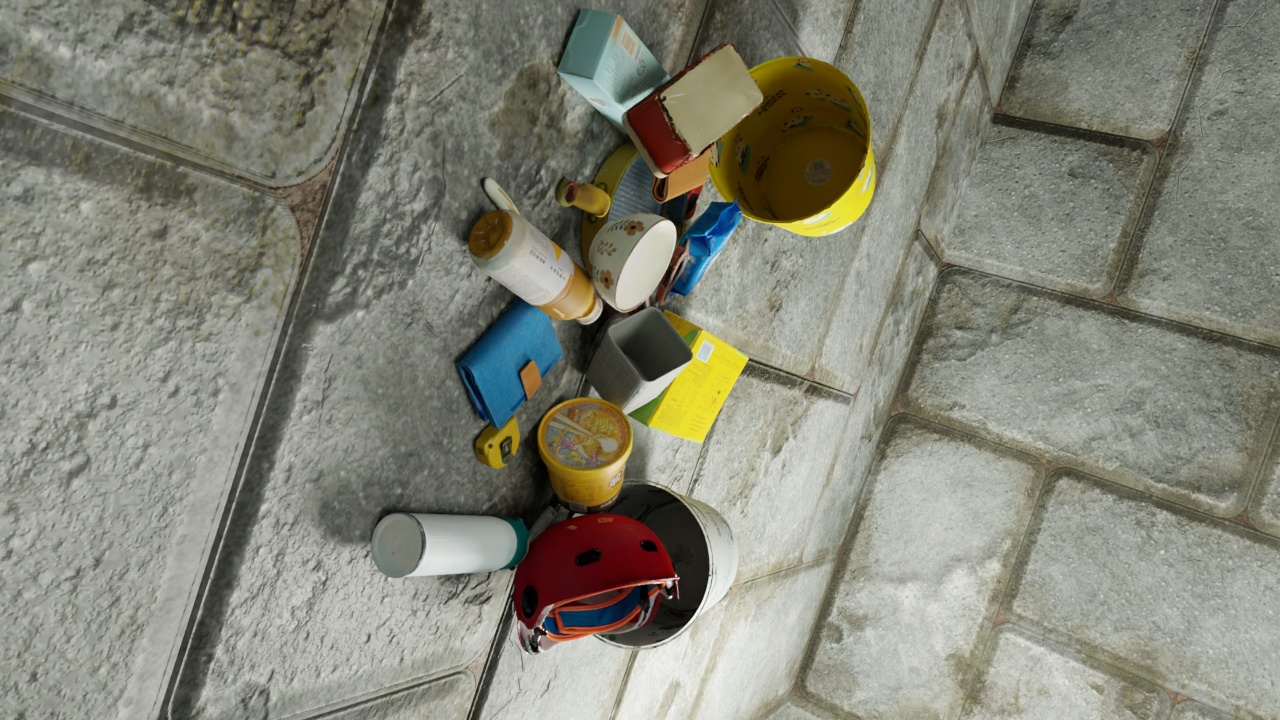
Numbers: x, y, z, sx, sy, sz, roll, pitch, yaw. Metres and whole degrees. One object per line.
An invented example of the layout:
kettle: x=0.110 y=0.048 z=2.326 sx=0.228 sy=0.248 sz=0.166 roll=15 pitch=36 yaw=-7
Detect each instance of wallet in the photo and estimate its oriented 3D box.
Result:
wallet: x=-0.143 y=-0.001 z=1.029 sx=0.132 sy=0.040 sz=0.106 roll=-51 pitch=143 yaw=-33
wallet: x=0.052 y=-0.257 z=1.125 sx=0.131 sy=0.031 sz=0.108 roll=-39 pitch=139 yaw=-58

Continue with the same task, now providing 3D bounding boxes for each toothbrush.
toothbrush: x=-0.121 y=-0.141 z=0.993 sx=0.016 sy=0.018 sz=0.191 roll=-65 pitch=153 yaw=-15

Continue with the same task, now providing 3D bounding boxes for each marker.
marker: x=-0.135 y=0.224 z=1.216 sx=0.130 sy=0.018 sz=0.023 roll=-53 pitch=158 yaw=-31

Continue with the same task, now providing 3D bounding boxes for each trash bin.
trash bin: x=0.031 y=0.295 z=1.366 sx=0.229 sy=0.230 sz=0.251 roll=-70 pitch=158 yaw=-1
trash bin: x=0.242 y=-0.295 z=1.363 sx=0.255 sy=0.230 sz=0.229 roll=6 pitch=102 yaw=-68

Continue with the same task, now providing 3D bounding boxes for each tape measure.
tape measure: x=-0.163 y=0.098 z=1.066 sx=0.059 sy=0.029 sz=0.057 roll=-47 pitch=146 yaw=-38

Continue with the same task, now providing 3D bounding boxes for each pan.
pan: x=-0.026 y=-0.176 z=1.081 sx=0.356 sy=0.078 sz=0.198 roll=2 pitch=105 yaw=-63

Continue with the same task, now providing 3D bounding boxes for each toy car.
toy car: x=0.068 y=-0.247 z=1.266 sx=0.049 sy=0.031 sz=0.106 roll=-4 pitch=109 yaw=-63

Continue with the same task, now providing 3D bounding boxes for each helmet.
helmet: x=-0.062 y=0.261 z=1.151 sx=0.206 sy=0.143 sz=0.241 roll=-6 pitch=150 yaw=-26

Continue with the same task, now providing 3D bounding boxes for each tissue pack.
tissue pack: x=0.084 y=-0.160 z=1.284 sx=0.094 sy=0.052 sz=0.157 roll=-51 pitch=176 yaw=-33

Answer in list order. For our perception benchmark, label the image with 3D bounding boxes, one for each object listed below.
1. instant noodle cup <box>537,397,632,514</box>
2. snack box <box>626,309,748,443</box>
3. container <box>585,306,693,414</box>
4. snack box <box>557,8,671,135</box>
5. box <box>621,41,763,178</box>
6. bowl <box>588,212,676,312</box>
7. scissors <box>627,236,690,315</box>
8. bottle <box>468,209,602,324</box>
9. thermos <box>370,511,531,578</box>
instant noodle cup: x=-0.070 y=0.128 z=1.175 sx=0.118 sy=0.118 sz=0.115 roll=-49 pitch=154 yaw=-36
snack box: x=0.063 y=0.029 z=1.341 sx=0.157 sy=0.070 sz=0.210 roll=-61 pitch=153 yaw=3
container: x=-0.007 y=0.007 z=1.183 sx=0.090 sy=0.090 sz=0.115 roll=-27 pitch=163 yaw=-35
snack box: x=-0.022 y=-0.314 z=1.025 sx=0.174 sy=0.052 sz=0.074 roll=24 pitch=88 yaw=-63
box: x=0.068 y=-0.284 z=1.027 sx=0.091 sy=0.080 sz=0.167 roll=56 pitch=50 yaw=-15
bowl: x=-0.017 y=-0.117 z=1.014 sx=0.113 sy=0.062 sz=0.114 roll=-49 pitch=159 yaw=-26
scissors: x=0.017 y=-0.073 z=1.237 sx=0.188 sy=0.015 sz=0.227 roll=-28 pitch=149 yaw=-61
bottle: x=-0.104 y=-0.091 z=0.977 sx=0.189 sy=0.068 sz=0.068 roll=37 pitch=75 yaw=-53
thermos: x=-0.203 y=0.207 z=1.026 sx=0.224 sy=0.073 sz=0.073 roll=23 pitch=87 yaw=-64
